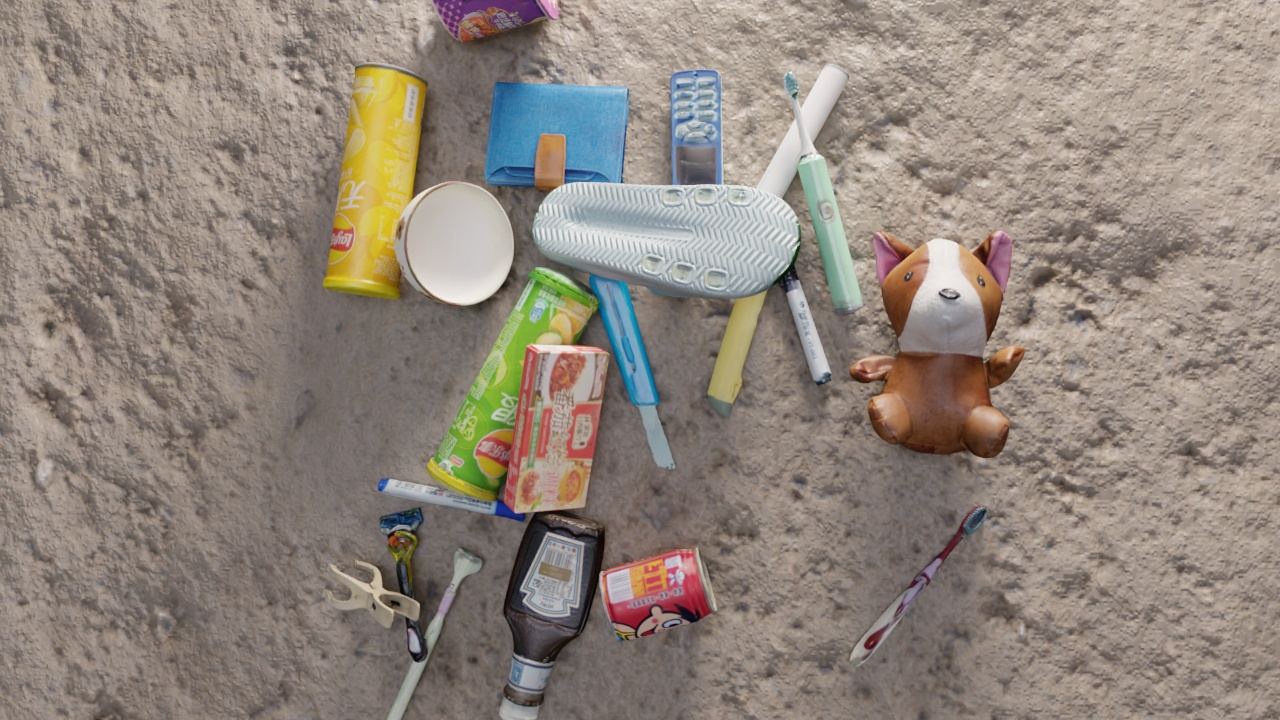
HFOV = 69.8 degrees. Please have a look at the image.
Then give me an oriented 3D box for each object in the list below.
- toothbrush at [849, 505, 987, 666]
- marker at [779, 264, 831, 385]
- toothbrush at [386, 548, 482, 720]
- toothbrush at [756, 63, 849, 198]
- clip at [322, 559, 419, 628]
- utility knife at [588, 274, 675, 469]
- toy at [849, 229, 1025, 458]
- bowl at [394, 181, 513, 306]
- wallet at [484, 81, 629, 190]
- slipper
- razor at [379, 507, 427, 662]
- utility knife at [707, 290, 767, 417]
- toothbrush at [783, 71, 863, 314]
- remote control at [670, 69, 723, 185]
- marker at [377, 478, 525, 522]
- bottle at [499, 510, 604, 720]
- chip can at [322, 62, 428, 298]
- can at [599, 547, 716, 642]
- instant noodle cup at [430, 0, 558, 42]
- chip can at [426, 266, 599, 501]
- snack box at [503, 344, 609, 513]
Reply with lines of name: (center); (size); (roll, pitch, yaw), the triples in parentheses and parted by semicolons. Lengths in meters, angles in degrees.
toothbrush: (0.252, 0.205, 0.830); (0.016, 0.017, 0.187); (40, 91, 7)
marker: (0.149, -0.040, 0.853); (0.023, 0.018, 0.130); (-18, 85, 15)
toothbrush: (-0.201, 0.269, 0.876); (0.029, 0.020, 0.189); (25, 91, 13)
toothbrush: (0.130, -0.174, 0.856); (0.026, 0.026, 0.221); (30, 91, 32)
clip: (-0.245, 0.218, 0.863); (0.104, 0.080, 0.034); (12, 95, 21)
utility knife: (-0.005, 0.005, 0.867); (0.034, 0.018, 0.206); (-18, 86, 4)
toy: (0.257, -0.019, 0.795); (0.140, 0.130, 0.199); (7, 78, 12)
bowl: (-0.182, -0.109, 0.859); (0.062, 0.113, 0.113); (9, 87, 48)
wallet: (-0.080, -0.213, 0.877); (0.133, 0.040, 0.106); (4, 83, 7)
slipper: (0.021, -0.106, 0.838); (0.246, 0.074, 0.104); (9, 75, 14)
razor: (-0.221, 0.213, 0.868); (0.043, 0.022, 0.142); (-13, 77, 7)
utility knife: (0.099, -0.042, 0.852); (0.031, 0.020, 0.195); (19, 99, 13)
toothbrush: (0.163, -0.151, 0.835); (0.026, 0.027, 0.224); (-16, 95, 0)
remote control: (0.054, -0.211, 0.867); (0.049, 0.024, 0.125); (-1, 86, 6)
marker: (-0.181, 0.133, 0.880); (0.146, 0.017, 0.017); (10, 88, 6)
bottle: (-0.089, 0.239, 0.852); (0.080, 0.044, 0.195); (15, 90, 7)
chip can: (-0.251, -0.168, 0.873); (0.072, 0.072, 0.213); (7, 88, 6)
can: (0.016, 0.210, 0.830); (0.094, 0.066, 0.066); (-17, 86, 5)
instant noodle cup: (-0.142, -0.356, 0.859); (0.099, 0.111, 0.111); (-19, 85, 14)
chip can: (-0.116, 0.020, 0.851); (0.072, 0.072, 0.221); (28, 91, 7)
snack box: (-0.076, 0.062, 0.829); (0.075, 0.025, 0.153); (1, 106, -33)
